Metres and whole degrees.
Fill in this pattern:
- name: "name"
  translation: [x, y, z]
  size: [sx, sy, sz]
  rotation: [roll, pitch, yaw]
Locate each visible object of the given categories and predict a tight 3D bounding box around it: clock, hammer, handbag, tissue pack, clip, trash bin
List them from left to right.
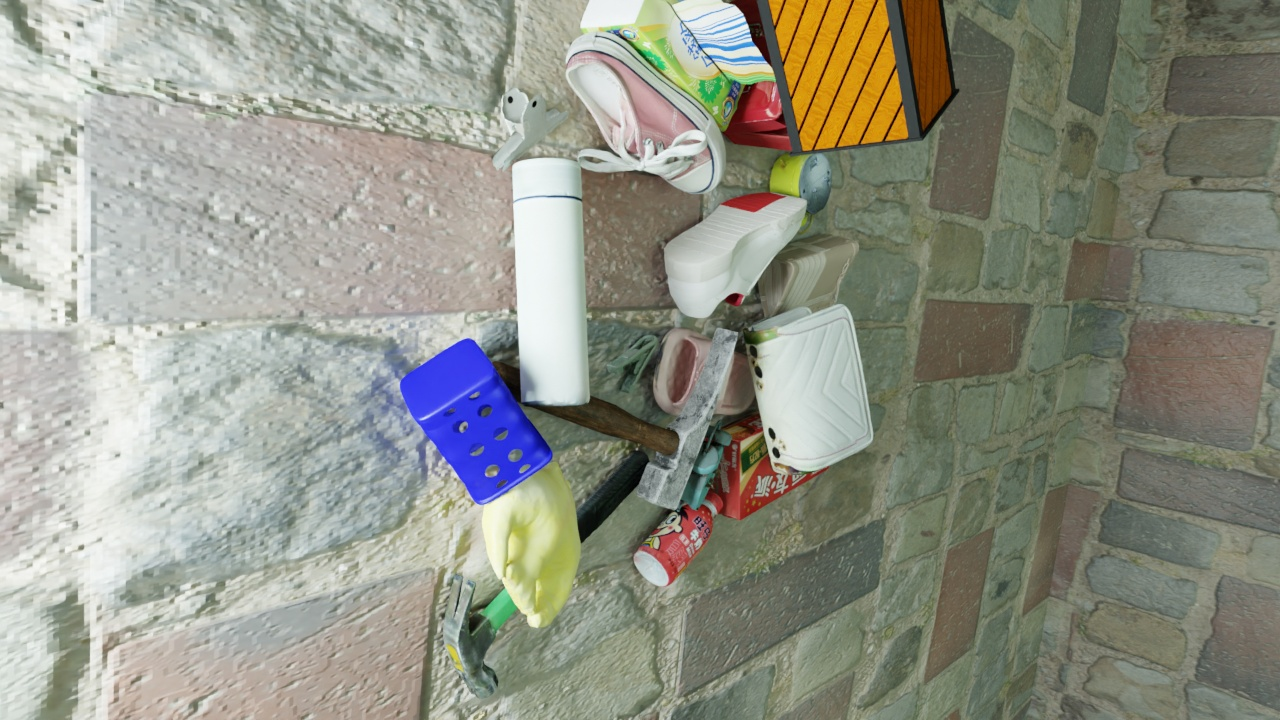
- name: "clip"
  translation: [-0.103, -0.225, 0.862]
  size: [0.101, 0.044, 0.054]
  rotation: [-49, 146, -31]
- name: "hammer"
  translation: [-0.091, 0.206, 0.998]
  size: [0.317, 0.032, 0.130]
  rotation: [-43, 129, -36]
- name: "hammer"
  translation: [-0.028, 0.024, 0.980]
  size: [0.300, 0.037, 0.217]
  rotation: [24, 86, -41]
- name: "clip"
  translation: [-0.005, -0.002, 1.050]
  size: [0.075, 0.023, 0.061]
  rotation: [-50, 135, -26]
- name: "tissue pack"
  translation: [0.058, -0.328, 0.940]
  size: [0.197, 0.142, 0.120]
  rotation: [24, 81, -50]
- name: "clock"
  translation: [0.073, 0.125, 1.124]
  size: [0.089, 0.053, 0.124]
  rotation: [-51, 160, -56]
- name: "handbag"
  translation: [0.224, -0.066, 1.296]
  size: [0.175, 0.062, 0.198]
  rotation: [-21, 124, -45]
- name: "handbag"
  translation: [0.210, 0.036, 1.190]
  size: [0.141, 0.096, 0.198]
  rotation: [-19, 103, -30]
- name: "clock"
  translation: [0.217, -0.225, 1.227]
  size: [0.083, 0.057, 0.119]
  rotation: [-41, 128, -37]
- name: "trash bin"
  translation: [0.222, -0.322, 0.928]
  size: [0.139, 0.140, 0.172]
  rotation: [-48, 128, -43]

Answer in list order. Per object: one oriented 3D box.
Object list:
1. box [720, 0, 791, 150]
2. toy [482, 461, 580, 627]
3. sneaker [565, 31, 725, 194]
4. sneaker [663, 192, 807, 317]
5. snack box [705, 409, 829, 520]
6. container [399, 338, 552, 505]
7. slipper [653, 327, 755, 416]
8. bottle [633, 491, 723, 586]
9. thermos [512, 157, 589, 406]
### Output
- name: "box"
  translation: [0.162, -0.334, 1.077]
  size: [0.127, 0.137, 0.157]
  rotation: [10, 92, -45]
- name: "toy"
  translation: [-0.101, 0.171, 0.898]
  size: [0.154, 0.065, 0.170]
  rotation: [-75, 152, -43]
- name: "sneaker"
  translation: [0.009, -0.230, 0.943]
  size: [0.241, 0.118, 0.087]
  rotation: [33, 54, -44]
- name: "sneaker"
  translation: [0.120, -0.124, 1.122]
  size: [0.235, 0.090, 0.104]
  rotation: [-38, 136, -40]
- name: "snack box"
  translation: [0.181, 0.128, 1.279]
  size: [0.235, 0.060, 0.113]
  rotation: [-18, 112, -46]
- name: "container"
  translation: [-0.149, 0.054, 0.828]
  size: [0.084, 0.085, 0.114]
  rotation: [-34, 127, -8]
- name: "slipper"
  translation: [0.086, 0.024, 1.141]
  size: [0.221, 0.056, 0.107]
  rotation: [15, 91, -52]
- name: "bottle"
  translation: [0.054, 0.217, 1.152]
  size: [0.137, 0.062, 0.062]
  rotation: [-42, 130, -37]
- name: "thermos"
  translation: [-0.084, -0.072, 0.866]
  size: [0.067, 0.068, 0.230]
  rotation: [-3, 92, -50]
